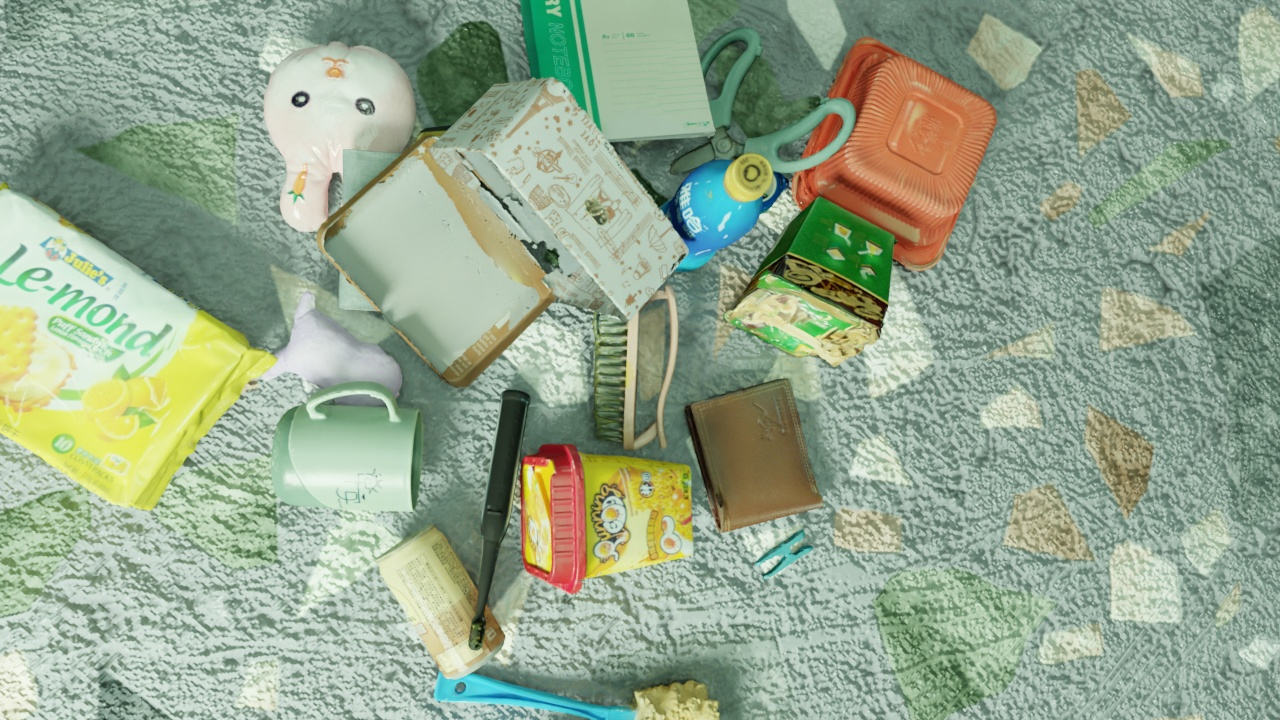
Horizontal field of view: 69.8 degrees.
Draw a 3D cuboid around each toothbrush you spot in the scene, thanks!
[{"bbox_3d":[-0.118,0.127,0.751,0.026,0.027,0.212,8,69,-4],"label":"toothbrush"}]

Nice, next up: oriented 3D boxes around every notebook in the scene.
[{"bbox_3d":[-0.026,-0.278,0.800,0.150,0.012,0.209,-6,68,-9],"label":"notebook"}]

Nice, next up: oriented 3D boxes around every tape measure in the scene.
[{"bbox_3d":[0.100,-0.160,0.840,0.058,0.025,0.054,36,82,1],"label":"tape measure"}]

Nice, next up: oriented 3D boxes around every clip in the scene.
[{"bbox_3d":[0.129,0.175,0.827,0.056,0.014,0.045,-33,94,-12],"label":"clip"}]

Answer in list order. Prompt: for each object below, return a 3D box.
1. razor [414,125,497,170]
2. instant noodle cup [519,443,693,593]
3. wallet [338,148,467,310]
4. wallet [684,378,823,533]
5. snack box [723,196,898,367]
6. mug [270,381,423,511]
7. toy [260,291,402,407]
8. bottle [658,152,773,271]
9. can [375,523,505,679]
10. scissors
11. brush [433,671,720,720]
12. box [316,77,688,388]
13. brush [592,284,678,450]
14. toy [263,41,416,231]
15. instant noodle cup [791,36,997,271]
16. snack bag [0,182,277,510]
[{"bbox_3d":[-0.110,-0.182,0.790,0.167,0.062,0.067,-1,56,-6],"label":"razor"},{"bbox_3d":[-0.027,0.126,0.759,0.123,0.116,0.116,0,85,-22],"label":"instant noodle cup"},{"bbox_3d":[-0.192,-0.104,0.758,0.106,0.037,0.130,1,102,-20],"label":"wallet"},{"bbox_3d":[0.103,0.084,0.821,0.101,0.032,0.124,-15,89,-13],"label":"wallet"},{"bbox_3d":[0.155,-0.073,0.808,0.117,0.118,0.105,26,69,-8],"label":"snack box"},{"bbox_3d":[-0.230,0.065,0.725,0.106,0.082,0.112,4,121,-7],"label":"mug"},{"bbox_3d":[-0.250,0.006,0.758,0.108,0.039,0.084,32,98,-10],"label":"toy"},{"bbox_3d":[0.056,-0.119,0.730,0.065,0.219,0.065,1,86,-12],"label":"bottle"},{"bbox_3d":[-0.163,0.196,0.750,0.058,0.058,0.116,-31,92,-11],"label":"can"},{"bbox_3d":[0.098,-0.229,0.826,0.170,0.019,0.181,-18,75,14],"label":"scissors"},{"bbox_3d":[-0.047,0.297,0.778,0.254,0.046,0.083,13,87,-5],"label":"brush"},{"bbox_3d":[-0.103,-0.086,0.698,0.197,0.157,0.181,-46,122,-13],"label":"box"},{"bbox_3d":[-0.005,0.005,0.790,0.073,0.063,0.145,1,86,0],"label":"brush"},{"bbox_3d":[-0.250,-0.185,0.767,0.121,0.054,0.159,2,94,-10],"label":"toy"},{"bbox_3d":[0.242,-0.195,0.842,0.164,0.079,0.188,24,83,-7],"label":"instant noodle cup"},{"bbox_3d":[-0.433,-0.008,0.710,0.246,0.068,0.158,35,81,-6],"label":"snack bag"}]
